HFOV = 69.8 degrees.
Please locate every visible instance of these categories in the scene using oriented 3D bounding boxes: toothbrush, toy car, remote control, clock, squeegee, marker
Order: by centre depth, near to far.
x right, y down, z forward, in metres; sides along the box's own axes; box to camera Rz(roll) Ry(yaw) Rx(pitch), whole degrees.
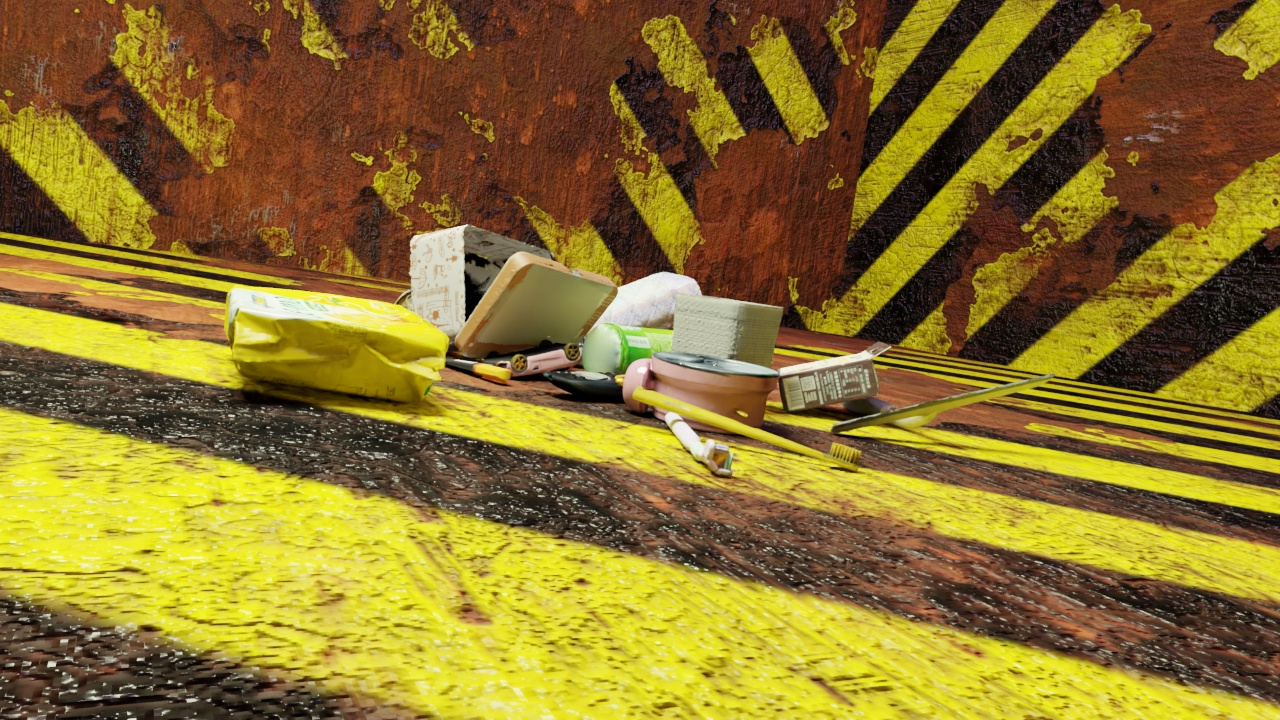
[{"bbox_3d":[0.040,0.059,0.712,0.021,0.029,0.189,-30,9,-4],"label":"toothbrush"},{"bbox_3d":[0.083,0.052,0.738,0.190,0.016,0.015,17,2,17],"label":"toothbrush"},{"bbox_3d":[0.049,0.026,0.856,0.159,0.060,0.117,13,8,31],"label":"clock"},{"bbox_3d":[-0.037,0.025,0.914,0.136,0.024,0.053,3,11,-42],"label":"remote control"},{"bbox_3d":[-0.172,0.009,0.948,0.018,0.015,0.124,5,3,-42],"label":"marker"},{"bbox_3d":[-0.115,0.002,0.998,0.122,0.037,0.056,-13,13,-41],"label":"toy car"},{"bbox_3d":[0.281,0.054,1.028,0.246,0.039,0.247,-12,3,-12],"label":"squeegee"}]

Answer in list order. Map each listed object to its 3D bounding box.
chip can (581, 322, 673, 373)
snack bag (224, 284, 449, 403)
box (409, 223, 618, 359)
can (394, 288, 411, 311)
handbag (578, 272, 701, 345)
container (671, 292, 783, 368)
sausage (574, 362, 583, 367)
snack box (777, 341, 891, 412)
[{"bbox_3d":[0.036,-0.001,1.046,0.220,0.072,0.073,4,7,-40],"label":"chip can"},{"bbox_3d":[-0.261,-0.015,0.767,0.157,0.068,0.247,6,6,-25],"label":"snack bag"},{"bbox_3d":[-0.136,-0.070,1.034,0.178,0.152,0.182,-9,-9,28],"label":"box"},{"bbox_3d":[-0.264,-0.052,1.119,0.075,0.075,0.111,7,5,-14],"label":"can"},{"bbox_3d":[-0.024,-0.066,1.293,0.193,0.075,0.134,-22,18,-24],"label":"handbag"},{"bbox_3d":[0.087,-0.008,0.971,0.090,0.114,0.090,13,8,40],"label":"container"},{"bbox_3d":[-0.029,0.005,1.157,0.165,0.021,0.021,8,6,-5],"label":"sausage"},{"bbox_3d":[0.220,0.018,1.044,0.126,0.053,0.113,-11,3,9],"label":"snack box"}]
